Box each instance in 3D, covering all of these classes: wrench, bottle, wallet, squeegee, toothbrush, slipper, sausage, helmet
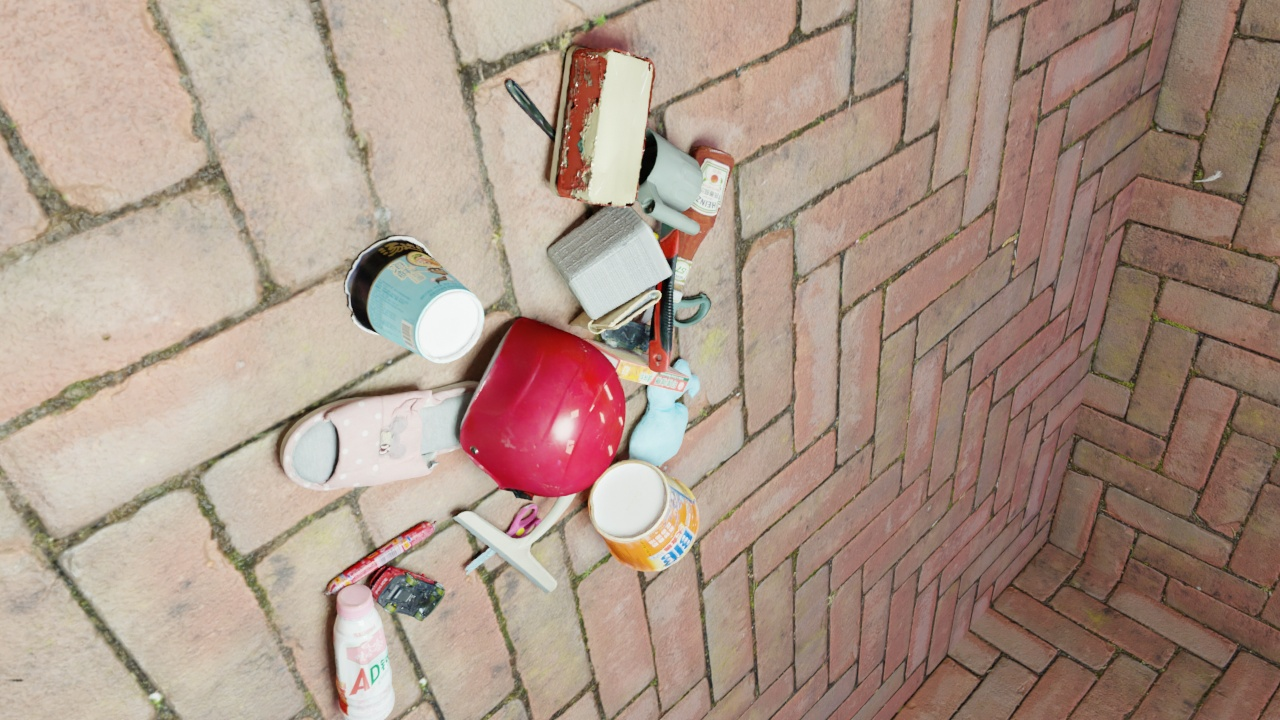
[{"bbox_3d":[0.038,-0.119,1.189,0.016,0.056,0.273,0,100,-56],"label":"wrench"},{"bbox_3d":[0.067,-0.178,1.211,0.059,0.060,0.206,12,98,-50],"label":"bottle"},{"bbox_3d":[-0.035,-0.061,1.150,0.087,0.115,0.024,-34,110,-24],"label":"wallet"},{"bbox_3d":[-0.104,0.180,1.265,0.246,0.039,0.246,-54,138,-17],"label":"squeegee"},{"bbox_3d":[-0.098,-0.254,1.036,0.015,0.018,0.181,-53,140,-5],"label":"toothbrush"},{"bbox_3d":[-0.267,0.085,1.031,0.273,0.054,0.114,-12,121,-45],"label":"slipper"},{"bbox_3d":[-0.312,0.236,1.106,0.155,0.020,0.020,-32,134,-30],"label":"sausage"},{"bbox_3d":[-0.090,0.076,1.118,0.206,0.144,0.240,-65,146,-22],"label":"helmet"},{"bbox_3d":[-0.337,0.355,1.109,0.068,0.068,0.197,-22,130,-38],"label":"bottle"}]

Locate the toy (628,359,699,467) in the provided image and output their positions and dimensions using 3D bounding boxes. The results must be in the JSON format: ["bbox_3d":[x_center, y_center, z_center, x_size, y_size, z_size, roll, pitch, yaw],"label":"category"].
[{"bbox_3d":[0.036,0.088,1.370,0.161,0.050,0.156,-32,123,-32],"label":"toy"}]

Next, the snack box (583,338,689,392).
[{"bbox_3d":[-0.007,0.007,1.249,0.155,0.077,0.027,15,102,-51],"label":"snack box"}]

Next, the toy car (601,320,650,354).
[{"bbox_3d":[-0.018,-0.037,1.244,0.090,0.034,0.043,14,105,-49],"label":"toy car"}]

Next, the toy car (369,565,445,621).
[{"bbox_3d":[-0.289,0.287,1.141,0.053,0.045,0.120,-51,149,-9],"label":"toy car"}]

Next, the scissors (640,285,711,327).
[{"bbox_3d":[0.062,-0.117,1.295,0.169,0.019,0.173,24,93,-53],"label":"scissors"}]

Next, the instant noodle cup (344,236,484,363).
[{"bbox_3d":[-0.223,-0.056,0.936,0.111,0.120,0.111,-26,131,-35],"label":"instant noodle cup"}]

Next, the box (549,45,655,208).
[{"bbox_3d":[-0.038,-0.259,1.027,0.091,0.080,0.168,-5,108,-48],"label":"box"}]

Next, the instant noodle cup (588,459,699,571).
[{"bbox_3d":[-0.001,0.216,1.316,0.151,0.151,0.111,-52,150,-10],"label":"instant noodle cup"}]

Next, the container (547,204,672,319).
[{"bbox_3d":[-0.039,-0.121,1.108,0.114,0.090,0.090,-34,136,-4],"label":"container"}]

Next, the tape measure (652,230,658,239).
[{"bbox_3d":[-0.006,-0.150,1.190,0.060,0.029,0.057,18,100,-51],"label":"tape measure"}]

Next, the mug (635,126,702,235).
[{"bbox_3d":[0.023,-0.213,1.114,0.084,0.123,0.103,-32,154,27],"label":"mug"}]

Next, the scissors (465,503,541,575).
[{"bbox_3d":[-0.187,0.250,1.250,0.135,0.017,0.063,-39,141,-30],"label":"scissors"}]
